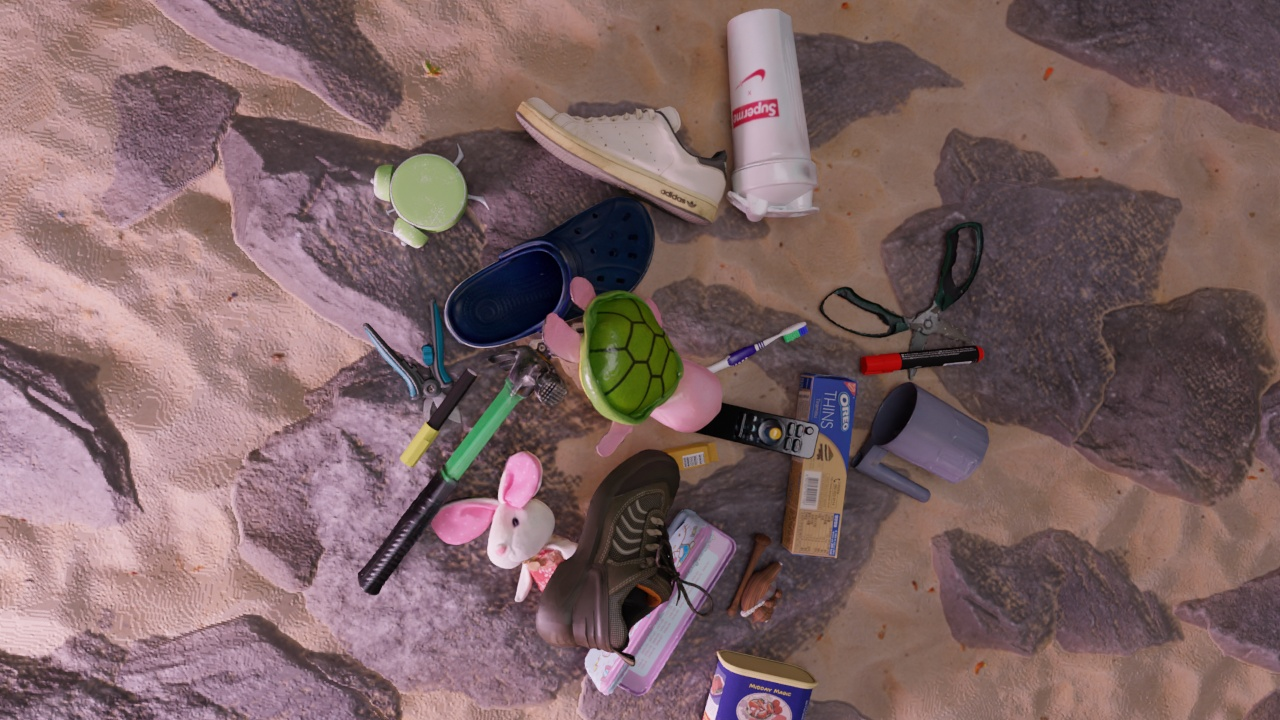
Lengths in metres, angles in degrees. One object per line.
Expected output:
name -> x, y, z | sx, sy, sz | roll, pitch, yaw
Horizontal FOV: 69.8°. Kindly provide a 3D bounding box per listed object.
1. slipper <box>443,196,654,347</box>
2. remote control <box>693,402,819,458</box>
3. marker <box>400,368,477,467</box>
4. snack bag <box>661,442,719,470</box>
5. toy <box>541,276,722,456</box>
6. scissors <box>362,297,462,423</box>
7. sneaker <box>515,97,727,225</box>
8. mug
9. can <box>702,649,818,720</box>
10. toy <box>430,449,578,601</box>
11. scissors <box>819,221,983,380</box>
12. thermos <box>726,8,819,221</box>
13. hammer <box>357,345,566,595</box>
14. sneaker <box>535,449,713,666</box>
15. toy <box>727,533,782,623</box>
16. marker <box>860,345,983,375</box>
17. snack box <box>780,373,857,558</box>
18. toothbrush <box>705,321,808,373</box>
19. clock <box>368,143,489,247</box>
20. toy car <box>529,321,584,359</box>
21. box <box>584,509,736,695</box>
slipper -> -0.092, -0.087, 0.985 | 0.252, 0.095, 0.105 | -29, 93, -3
remote control -> 0.123, 0.075, 1.031 | 0.152, 0.020, 0.041 | 13, 89, 15
marker -> -0.218, 0.062, 0.996 | 0.017, 0.021, 0.124 | 35, 94, -24
snack bag -> 0.039, 0.114, 1.047 | 0.099, 0.020, 0.026 | -12, 101, -8
toy -> -0.006, 0.006, 0.956 | 0.238, 0.088, 0.189 | 40, 53, -35
scissors -> -0.243, 0.002, 0.995 | 0.124, 0.019, 0.156 | 12, 97, -14
sneaker -> -0.011, -0.238, 0.987 | 0.241, 0.089, 0.102 | 26, 93, -8
mug -> 0.324, 0.100, 1.067 | 0.104, 0.083, 0.124 | 28, 111, -11
can -> 0.134, 0.395, 1.053 | 0.116, 0.056, 0.092 | 15, 91, -9
toy -> -0.120, 0.202, 0.993 | 0.159, 0.084, 0.194 | -32, 100, 22
scissors -> 0.317, -0.082, 1.084 | 0.201, 0.015, 0.201 | 15, 92, -10
thermos -> 0.139, -0.267, 1.018 | 0.099, 0.099, 0.220 | -5, 88, -9
hammer -> -0.200, 0.118, 0.976 | 0.032, 0.130, 0.319 | 33, 97, -36
sneaker -> 0.009, 0.198, 0.931 | 0.143, 0.101, 0.237 | 16, 57, 26
toy -> 0.139, 0.257, 1.058 | 0.055, 0.041, 0.102 | 23, 97, 13
marker -> 0.332, -0.001, 1.079 | 0.145, 0.021, 0.024 | -5, 131, -7
snack box -> 0.206, 0.119, 1.054 | 0.057, 0.056, 0.206 | 7, 91, -6
toothbrush -> 0.109, -0.002, 1.056 | 0.186, 0.015, 0.016 | -25, 100, -7
clock -> -0.233, -0.177, 0.985 | 0.119, 0.042, 0.094 | -27, 95, -6
toy car -> -0.068, -0.025, 1.019 | 0.113, 0.039, 0.039 | -6, 72, -8
box -> 0.027, 0.274, 1.014 | 0.089, 0.092, 0.214 | 33, 87, -8
